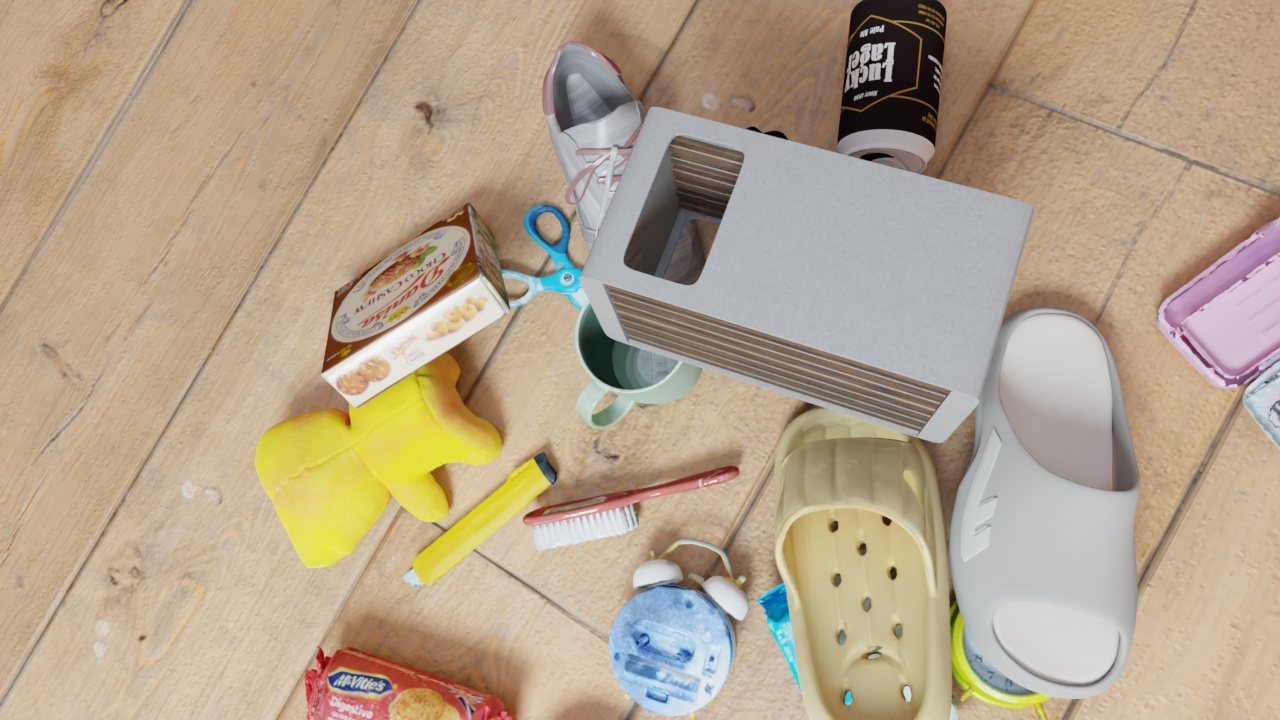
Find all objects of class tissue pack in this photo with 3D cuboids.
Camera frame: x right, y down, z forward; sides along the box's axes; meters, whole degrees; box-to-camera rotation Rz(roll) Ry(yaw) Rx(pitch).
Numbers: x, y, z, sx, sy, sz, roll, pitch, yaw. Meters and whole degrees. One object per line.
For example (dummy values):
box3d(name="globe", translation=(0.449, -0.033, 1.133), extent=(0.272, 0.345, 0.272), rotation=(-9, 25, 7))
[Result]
box3d(name="tissue pack", translation=(0.149, 0.207, 0.624), extent=(0.093, 0.061, 0.144), rotation=(-26, 75, 5))

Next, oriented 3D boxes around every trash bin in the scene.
box3d(name="trash bin", translation=(0.096, -0.050, 0.562), extent=(0.229, 0.114, 0.114), rotation=(18, 76, 12))

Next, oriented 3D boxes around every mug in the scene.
box3d(name="mug", translation=(-0.004, 0.004, 0.684), extent=(0.084, 0.104, 0.111), rotation=(39, 90, 18))

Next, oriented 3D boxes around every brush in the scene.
box3d(name="brush", translation=(-0.006, 0.113, 0.701), extent=(0.172, 0.041, 0.030), rotation=(-15, 93, 10))

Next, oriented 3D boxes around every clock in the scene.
box3d(name="clock", translation=(0.030, 0.192, 0.664), extent=(0.089, 0.052, 0.125), rotation=(14, 83, 18))
box3d(name="clock", translation=(0.245, 0.174, 0.609), extent=(0.083, 0.057, 0.119), rotation=(9, 75, 17))

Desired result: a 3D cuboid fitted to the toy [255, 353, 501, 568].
box3d(name="toy", translation=(-0.216, 0.078, 0.737), extent=(0.194, 0.087, 0.134), rotation=(-29, 77, 7))

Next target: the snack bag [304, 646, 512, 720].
box3d(name="snack bag", translation=(-0.180, 0.275, 0.691), extent=(0.176, 0.082, 0.082), rotation=(10, 82, 17))

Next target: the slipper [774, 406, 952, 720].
box3d(name="slipper", translation=(0.140, 0.118, 0.584), extent=(0.111, 0.079, 0.260), rotation=(-9, 48, 14))

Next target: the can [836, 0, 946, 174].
box3d(name="can", translation=(0.189, -0.208, 0.692), extent=(0.072, 0.072, 0.128), rotation=(5, 80, 16))

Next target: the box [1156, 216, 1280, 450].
box3d(name="box", translation=(0.470, -0.035, 0.602), extent=(0.201, 0.037, 0.152), rotation=(-36, 75, 5))

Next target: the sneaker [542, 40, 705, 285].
box3d(name="sneaker", translation=(-0.019, -0.151, 0.724), extent=(0.099, 0.089, 0.236), rotation=(-27, 73, 1))

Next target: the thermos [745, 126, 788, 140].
box3d(name="thermos", translation=(0.124, -0.088, 0.678), extent=(0.086, 0.086, 0.198), rotation=(-38, 72, 5))

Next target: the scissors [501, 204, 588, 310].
box3d(name="scissors", translation=(-0.061, -0.080, 0.766), extent=(0.140, 0.013, 0.117), rotation=(10, 78, 16))

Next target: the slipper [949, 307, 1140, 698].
box3d(name="slipper", translation=(0.264, 0.069, 0.579), extent=(0.113, 0.081, 0.265), rotation=(10, 64, 10))

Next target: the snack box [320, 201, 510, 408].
box3d(name="snack box", translation=(-0.180, -0.048, 0.734), extent=(0.143, 0.041, 0.147), rotation=(-32, 33, 6))

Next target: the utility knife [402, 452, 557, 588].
box3d(name="utility knife", translation=(-0.131, 0.131, 0.739), extent=(0.159, 0.017, 0.030), rotation=(-39, 67, 4))
